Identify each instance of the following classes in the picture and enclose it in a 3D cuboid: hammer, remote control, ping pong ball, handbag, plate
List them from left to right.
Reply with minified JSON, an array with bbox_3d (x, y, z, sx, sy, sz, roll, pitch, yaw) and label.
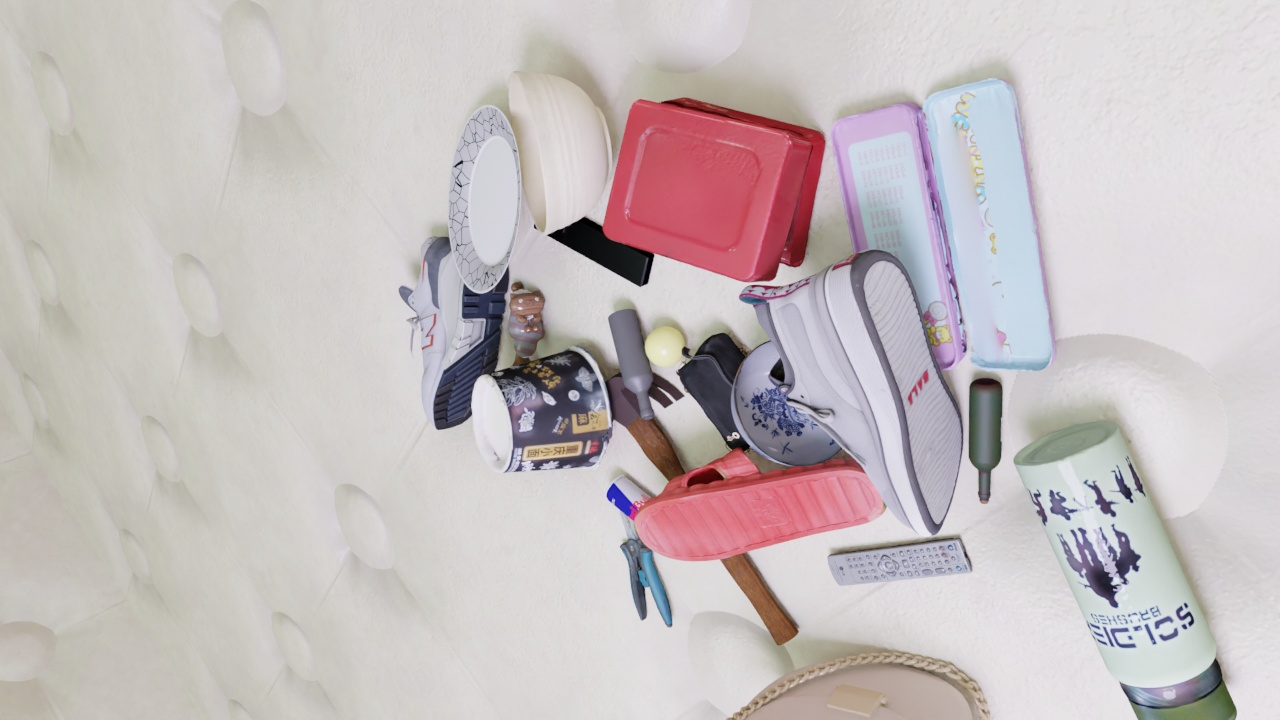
[{"bbox_3d":[-0.156,-0.164,0.943,0.189,0.016,0.188,3,94,57],"label":"plate"},{"bbox_3d":[-0.049,-0.123,0.936,0.150,0.013,0.034,31,126,26],"label":"remote control"},{"bbox_3d":[0.024,-0.014,0.901,0.040,0.040,0.040,18,119,35],"label":"ping pong ball"},{"bbox_3d":[0.060,0.150,0.951,0.323,0.033,0.116,55,135,6],"label":"hammer"},{"bbox_3d":[0.082,0.035,0.866,0.128,0.054,0.079,53,137,6],"label":"handbag"},{"bbox_3d":[0.187,0.356,0.808,0.211,0.208,0.103,-4,107,43],"label":"handbag"},{"bbox_3d":[0.230,0.183,0.829,0.137,0.013,0.033,-19,95,44],"label":"remote control"}]

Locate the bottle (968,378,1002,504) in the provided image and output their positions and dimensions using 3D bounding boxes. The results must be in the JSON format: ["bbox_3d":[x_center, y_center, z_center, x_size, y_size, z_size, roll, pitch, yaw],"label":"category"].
[{"bbox_3d":[0.275,0.066,0.731,0.025,0.025,0.106,9,114,38],"label":"bottle"}]

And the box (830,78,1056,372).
[{"bbox_3d":[0.229,-0.092,0.695,0.151,0.034,0.214,0,108,49],"label":"box"}]

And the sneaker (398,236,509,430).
[{"bbox_3d":[-0.233,-0.044,1.088,0.124,0.088,0.240,36,120,30],"label":"sneaker"}]

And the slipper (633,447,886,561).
[{"bbox_3d":[0.106,0.127,0.862,0.249,0.059,0.103,-17,126,26],"label":"slipper"}]

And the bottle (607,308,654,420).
[{"bbox_3d":[-0.005,0.005,0.914,0.030,0.030,0.113,-36,61,44],"label":"bottle"}]

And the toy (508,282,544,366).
[{"bbox_3d":[-0.129,-0.036,1.025,0.055,0.041,0.102,17,113,61],"label":"toy"}]

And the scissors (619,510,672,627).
[{"bbox_3d":[0.005,0.241,1.046,0.148,0.019,0.124,49,137,20],"label":"scissors"}]

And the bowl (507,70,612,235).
[{"bbox_3d":[-0.071,-0.199,0.861,0.151,0.075,0.150,166,91,-77],"label":"bowl"}]

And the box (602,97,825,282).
[{"bbox_3d":[0.059,-0.145,0.770,0.158,0.110,0.134,23,117,32],"label":"box"}]

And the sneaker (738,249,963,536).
[{"bbox_3d":[0.171,0.036,0.731,0.129,0.096,0.263,0,128,45],"label":"sneaker"}]

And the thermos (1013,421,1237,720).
[{"bbox_3d":[0.354,0.164,0.673,0.083,0.082,0.231,-23,93,44],"label":"thermos"}]

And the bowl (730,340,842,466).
[{"bbox_3d":[0.124,0.041,0.803,0.114,0.114,0.045,59,155,4],"label":"bowl"}]

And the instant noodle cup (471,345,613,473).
[{"bbox_3d":[-0.110,0.060,0.974,0.137,0.112,0.137,25,120,54],"label":"instant noodle cup"}]

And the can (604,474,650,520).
[{"bbox_3d":[0.005,0.165,1.002,0.095,0.032,0.032,36,128,24],"label":"can"}]
